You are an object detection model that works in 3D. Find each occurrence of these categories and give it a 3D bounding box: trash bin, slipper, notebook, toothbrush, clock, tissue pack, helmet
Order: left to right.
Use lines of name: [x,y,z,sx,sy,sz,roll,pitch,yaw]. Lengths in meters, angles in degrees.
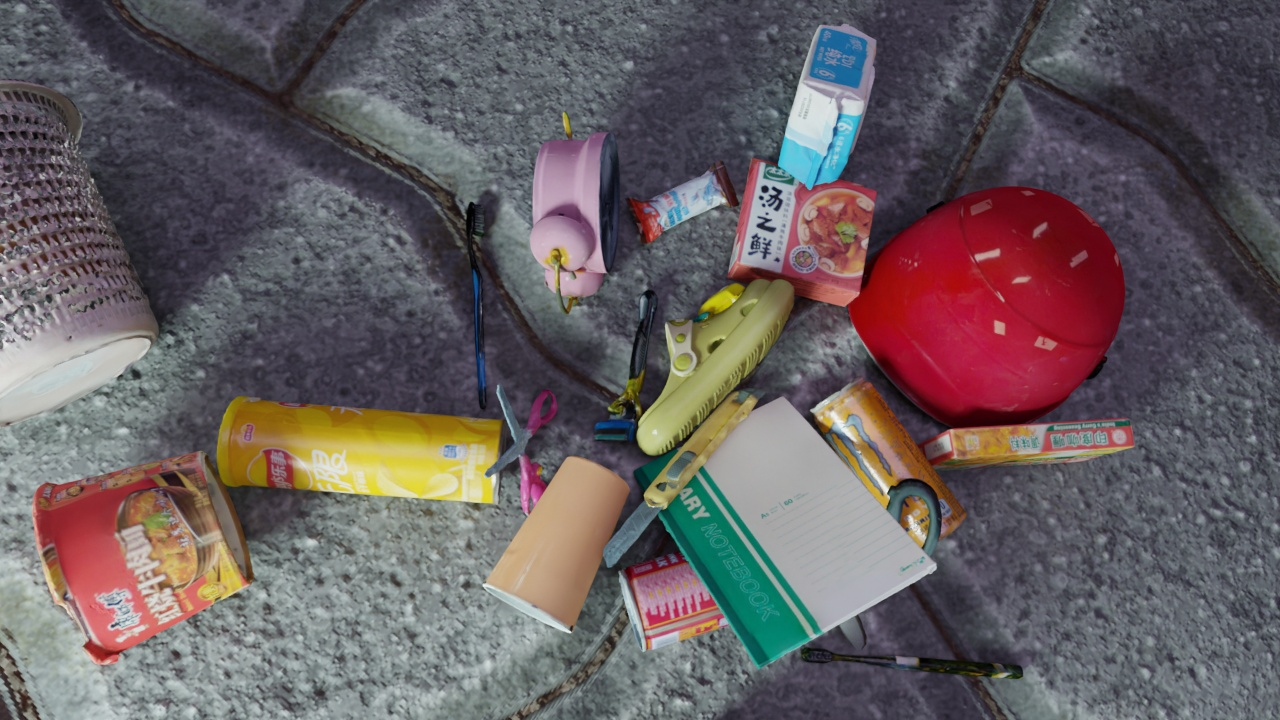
trash bin: [-0.479,-0.064,0.680,0.227,0.228,0.192,-34,93,-13]
toothbrush: [-0.139,-0.050,0.799,0.016,0.014,0.189,2,74,-30]
clock: [-0.054,-0.116,0.773,0.060,0.117,0.158,2,72,5]
slipper: [0.051,-0.007,0.768,0.081,0.092,0.190,41,78,9]
notebook: [0.102,0.122,0.715,0.150,0.012,0.209,-26,43,-11]
tissue pack: [0.168,-0.227,0.813,0.063,0.090,0.139,16,48,5]
toothbrush: [0.224,0.248,0.751,0.186,0.017,0.012,6,72,-4]
helmet: [0.317,-0.061,0.781,0.239,0.144,0.207,-37,79,-14]

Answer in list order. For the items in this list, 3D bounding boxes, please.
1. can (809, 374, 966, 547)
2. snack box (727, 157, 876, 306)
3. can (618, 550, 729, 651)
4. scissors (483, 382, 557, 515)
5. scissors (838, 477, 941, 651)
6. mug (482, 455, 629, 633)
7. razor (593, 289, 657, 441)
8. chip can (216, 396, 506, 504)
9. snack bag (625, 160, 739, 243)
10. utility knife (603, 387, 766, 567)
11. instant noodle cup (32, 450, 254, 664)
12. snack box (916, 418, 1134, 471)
can: [0.207,0.086,0.772,0.058,0.058,0.146,-33,80,-13]
snack box: [0.148,-0.125,0.829,0.113,0.044,0.127,13,74,-2]
can: [0.036,0.184,0.725,0.093,0.067,0.066,-15,77,-9]
scissors: [-0.091,0.064,0.732,0.017,0.133,0.134,2,41,20]
scissors: [0.163,0.142,0.744,0.179,0.019,0.170,-33,78,13]
mug: [-0.060,0.142,0.726,0.078,0.078,0.122,28,69,2]
razor: [-0.005,0.005,0.794,0.043,0.022,0.142,-3,65,39]
chip can: [-0.216,0.073,0.729,0.213,0.072,0.072,6,75,-5]
snack bag: [0.039,-0.144,0.834,0.104,0.026,0.048,-22,90,-10]
utility knife: [0.036,0.090,0.752,0.031,0.022,0.212,17,56,39]
instant noodle cup: [-0.357,0.134,0.673,0.108,0.138,0.138,-21,78,-20]
snack box: [0.322,0.072,0.777,0.155,0.077,0.027,-3,75,-6]
